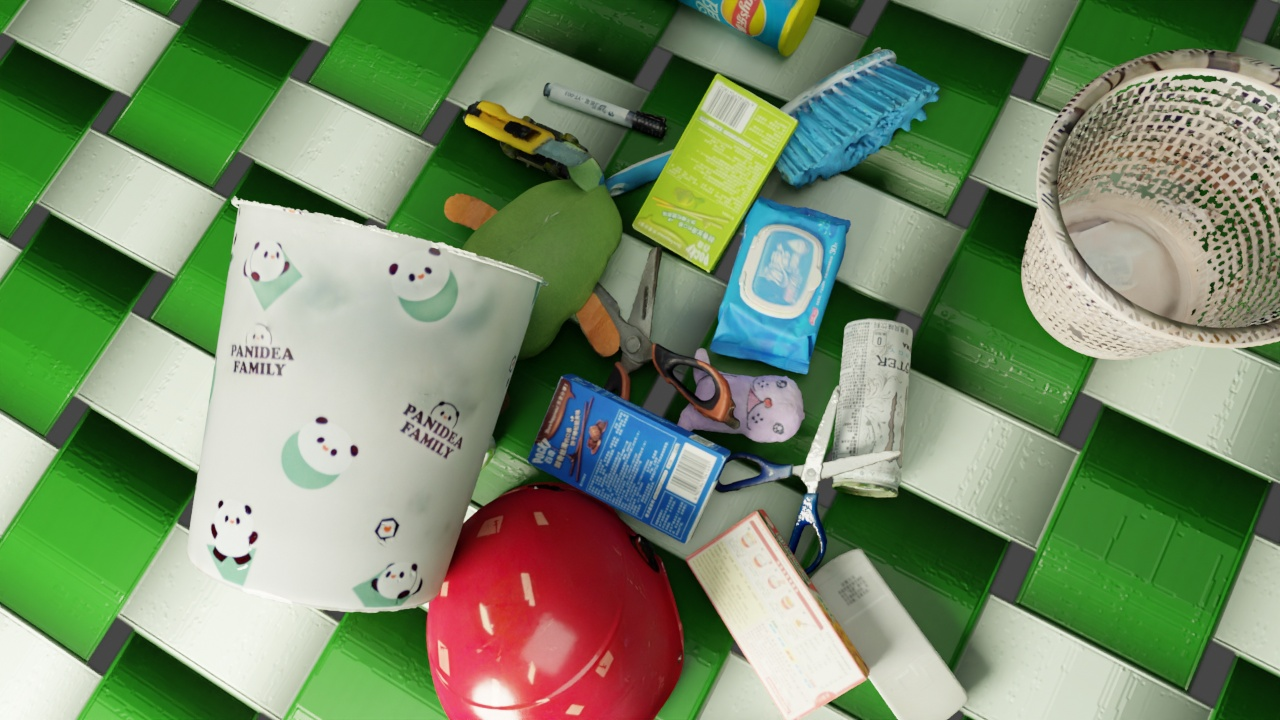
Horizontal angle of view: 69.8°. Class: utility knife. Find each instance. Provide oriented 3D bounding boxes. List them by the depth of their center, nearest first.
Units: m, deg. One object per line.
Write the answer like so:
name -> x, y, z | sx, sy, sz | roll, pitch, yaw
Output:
utility knife -> -0.109, -0.211, 0.848 | 0.033, 0.015, 0.219 | -49, 45, -7

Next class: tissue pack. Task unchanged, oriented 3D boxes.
tissue pack -> 0.125, -0.069, 0.822 | 0.095, 0.052, 0.157 | 17, 77, 7

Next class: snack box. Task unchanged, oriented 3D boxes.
snack box -> 0.111, 0.209, 0.755 | 0.077, 0.027, 0.155 | -37, 74, 14
snack box -> -0.011, 0.082, 0.779 | 0.157, 0.026, 0.084 | 26, 102, 14
snack box -> 0.067, -0.168, 0.832 | 0.086, 0.026, 0.156 | 31, 105, 5

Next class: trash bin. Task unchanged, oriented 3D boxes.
trash bin -> -0.210, 0.033, 0.681 | 0.230, 0.229, 0.252 | 14, 91, 9
trash bin -> 0.405, -0.095, 0.727 | 0.227, 0.192, 0.227 | -2, 75, 6

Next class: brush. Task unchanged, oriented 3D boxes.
brush -> 0.117, -0.201, 0.863 | 0.314, 0.060, 0.109 | -31, 69, 0

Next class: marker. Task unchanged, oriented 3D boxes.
marker -> -0.035, -0.249, 0.905 | 0.131, 0.018, 0.022 | 23, 87, 10

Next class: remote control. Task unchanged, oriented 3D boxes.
remote control -> 0.200, 0.229, 0.754 | 0.058, 0.021, 0.150 | -34, 75, -1

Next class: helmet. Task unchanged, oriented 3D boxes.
helmet -> -0.080, 0.206, 0.730 | 0.207, 0.144, 0.240 | -24, 73, 1

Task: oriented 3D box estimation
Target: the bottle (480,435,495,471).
bottle -> -0.209, 0.023, 0.829 | 0.068, 0.068, 0.197 | -38, 71, -5

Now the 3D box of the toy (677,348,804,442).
toy -> 0.091, 0.036, 0.806 | 0.108, 0.039, 0.083 | 9, 74, 13

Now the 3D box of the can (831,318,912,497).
can -> 0.198, 0.040, 0.784 | 0.058, 0.058, 0.146 | 7, 76, 7

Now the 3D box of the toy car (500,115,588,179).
toy car -> -0.094, -0.204, 0.891 | 0.090, 0.035, 0.042 | 28, 78, 18

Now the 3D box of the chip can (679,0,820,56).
chip can -> 0.069, -0.378, 0.900 | 0.210, 0.071, 0.071 | 32, 81, 13

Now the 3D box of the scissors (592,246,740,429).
scissors -> -0.001, 0.006, 0.822 | 0.226, 0.015, 0.189 | 43, 98, 29

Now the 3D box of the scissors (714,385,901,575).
scissors -> 0.133, 0.102, 0.764 | 0.163, 0.012, 0.176 | 7, 102, 31

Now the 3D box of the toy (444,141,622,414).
toy -> -0.108, -0.075, 0.832 | 0.227, 0.090, 0.246 | 42, 80, 12
